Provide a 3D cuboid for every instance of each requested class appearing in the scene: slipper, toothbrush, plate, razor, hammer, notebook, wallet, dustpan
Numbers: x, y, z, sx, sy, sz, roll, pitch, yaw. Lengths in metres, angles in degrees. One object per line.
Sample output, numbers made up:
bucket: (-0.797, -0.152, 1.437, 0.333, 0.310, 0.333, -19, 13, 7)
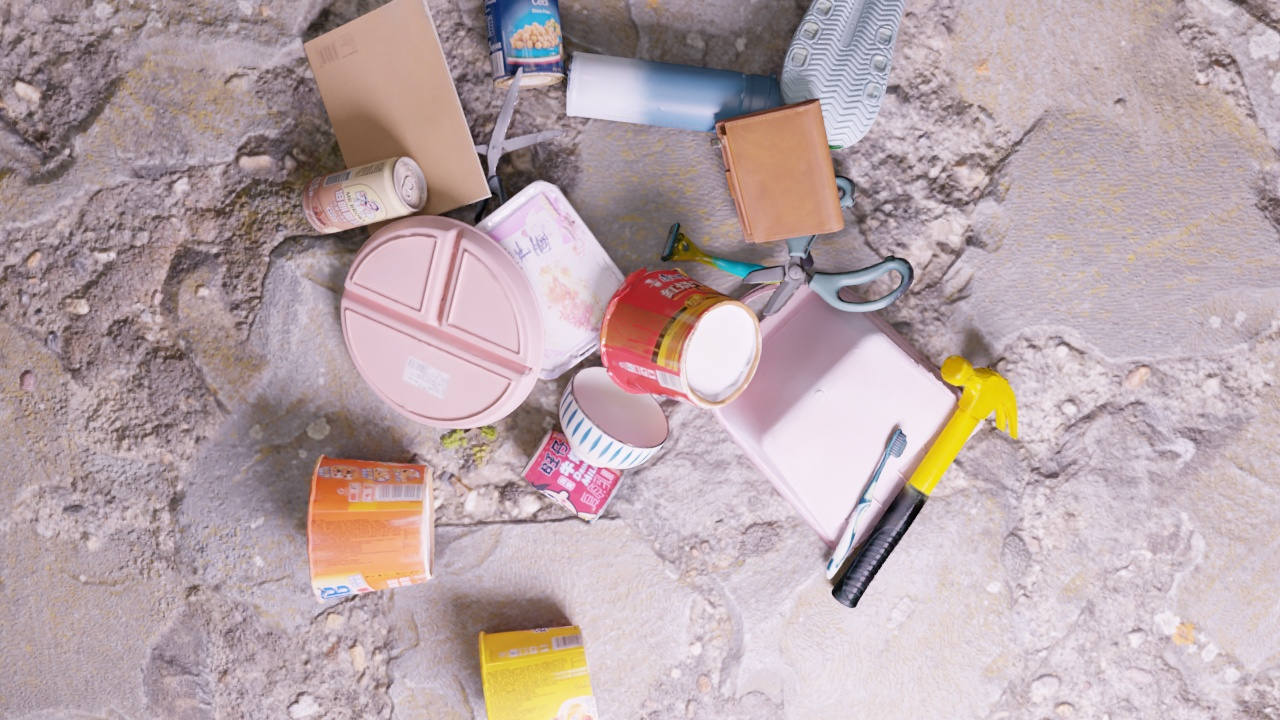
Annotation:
slipper: (0.206, -0.327, 0.923, 0.104, 0.074, 0.245, 21, 81, -3)
toothbrush: (0.241, 0.158, 0.980, 0.016, 0.018, 0.192, 2, 116, -41)
plate: (-0.209, -0.032, 0.937, 0.230, 0.028, 0.230, 6, 111, 15)
razor: (0.090, -0.104, 0.969, 0.132, 0.028, 0.043, 17, 72, 1)
hammer: (0.299, 0.139, 0.985, 0.128, 0.033, 0.301, 24, 104, -30)
notebook: (-0.250, -0.246, 0.934, 0.150, 0.012, 0.211, -15, 98, 21)
wallet: (0.131, -0.182, 0.908, 0.119, 0.035, 0.131, -4, 118, 27)
dustpan: (0.206, 0.042, 1.000, 0.222, 0.139, 0.273, -43, 124, 3)

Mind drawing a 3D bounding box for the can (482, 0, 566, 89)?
can: (-0.116, -0.332, 0.915, 0.075, 0.075, 0.111, -6, 98, 0)

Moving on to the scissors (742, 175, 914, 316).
scissors: (0.201, -0.100, 0.935, 0.181, 0.019, 0.170, 32, 83, 17)

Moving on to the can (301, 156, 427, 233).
can: (-0.279, -0.167, 0.926, 0.116, 0.058, 0.058, -8, 98, 21)

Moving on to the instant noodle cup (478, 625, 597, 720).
instant noodle cup: (-0.108, 0.347, 0.979, 0.109, 0.138, 0.138, -10, 97, -9)

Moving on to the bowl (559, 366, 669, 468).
bowl: (-0.036, 0.068, 0.954, 0.116, 0.116, 0.066, 34, 120, -5)

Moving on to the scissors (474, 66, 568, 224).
scissors: (-0.150, -0.215, 0.927, 0.159, 0.014, 0.181, 23, 121, 12)

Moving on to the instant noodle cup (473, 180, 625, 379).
instant noodle cup: (-0.098, -0.083, 0.955, 0.138, 0.060, 0.173, -37, 95, 4)

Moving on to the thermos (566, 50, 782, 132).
thermos: (0.035, -0.267, 0.930, 0.220, 0.070, 0.070, 7, 97, -1)

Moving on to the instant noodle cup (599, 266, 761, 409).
instant noodle cup: (0.045, -0.016, 0.910, 0.137, 0.109, 0.138, -16, 116, -37)

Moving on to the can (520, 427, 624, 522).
can: (-0.073, 0.121, 0.977, 0.094, 0.066, 0.066, 33, 96, -4)

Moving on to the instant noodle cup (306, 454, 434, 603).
instant noodle cup: (-0.273, 0.171, 0.948, 0.111, 0.151, 0.151, -2, 97, -9)

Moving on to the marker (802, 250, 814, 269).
marker: (0.152, -0.152, 0.972, 0.018, 0.015, 0.124, -30, 100, -6)
